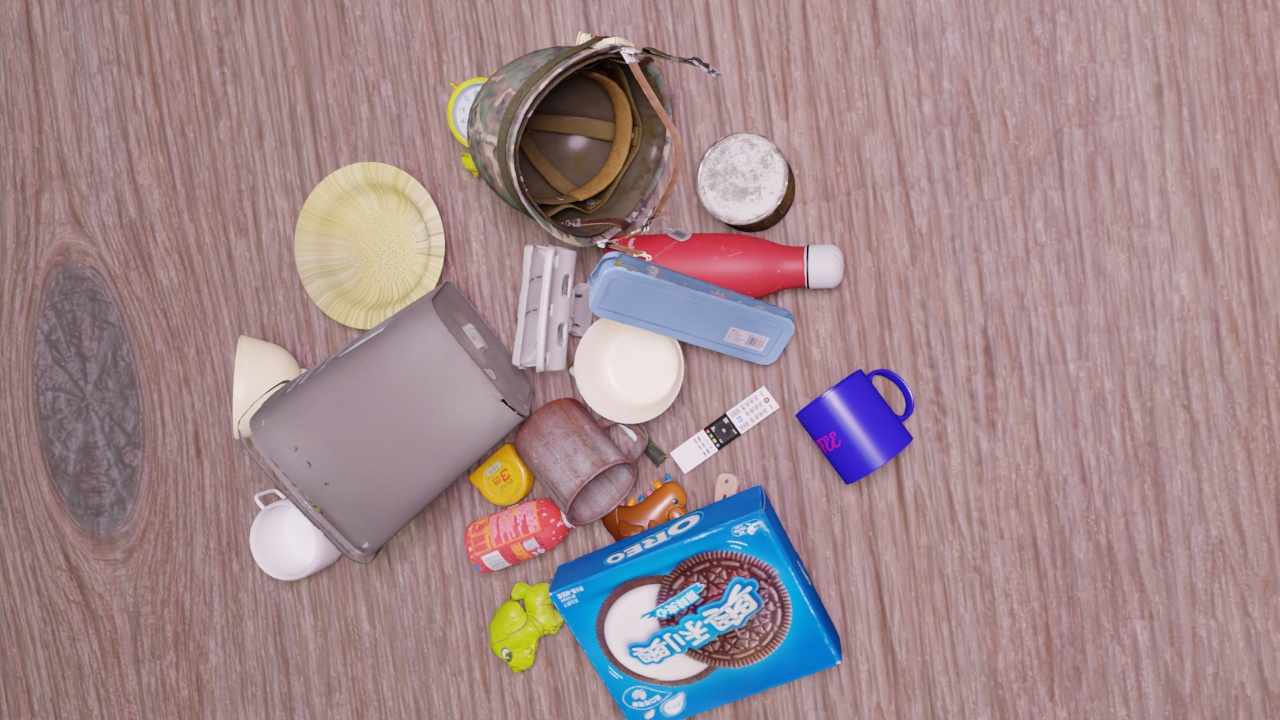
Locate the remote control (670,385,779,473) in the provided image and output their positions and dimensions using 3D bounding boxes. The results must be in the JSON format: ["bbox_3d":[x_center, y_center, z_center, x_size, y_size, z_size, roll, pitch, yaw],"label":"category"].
[{"bbox_3d":[0.088,0.073,0.965,0.124,0.011,0.028,-37,84,13],"label":"remote control"}]

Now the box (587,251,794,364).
[{"bbox_3d":[0.051,-0.057,0.903,0.209,0.052,0.067,16,127,-18],"label":"box"}]

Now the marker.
[{"bbox_3d":[-0.026,0.057,0.990,0.017,0.017,0.146,-45,82,12],"label":"marker"}]

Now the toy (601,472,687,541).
[{"bbox_3d":[-0.001,0.152,0.981,0.090,0.070,0.103,-42,60,0],"label":"toy"}]

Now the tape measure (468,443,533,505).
[{"bbox_3d":[-0.147,0.129,1.017,0.068,0.030,0.059,-42,83,15],"label":"tape measure"}]

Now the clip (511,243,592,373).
[{"bbox_3d":[-0.098,-0.055,0.938,0.089,0.150,0.125,9,95,2],"label":"clip"}]

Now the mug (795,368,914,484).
[{"bbox_3d":[0.221,0.056,0.903,0.111,0.079,0.083,-34,84,-15],"label":"mug"}]

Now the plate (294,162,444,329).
[{"bbox_3d":[-0.300,-0.128,1.038,0.184,0.036,0.184,1,93,14],"label":"plate"}]

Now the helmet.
[{"bbox_3d":[-0.042,-0.209,0.882,0.236,0.223,0.193,32,122,44],"label":"helmet"}]

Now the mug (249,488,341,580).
[{"bbox_3d":[-0.401,0.195,1.065,0.094,0.068,0.115,-44,82,12],"label":"mug"}]

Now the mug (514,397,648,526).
[{"bbox_3d":[-0.055,0.094,0.955,0.122,0.096,0.110,-35,64,-16],"label":"mug"}]

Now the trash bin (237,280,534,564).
[{"bbox_3d":[-0.245,0.050,0.949,0.220,0.197,0.197,-36,104,7],"label":"trash bin"}]

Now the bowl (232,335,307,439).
[{"bbox_3d":[-0.422,0.032,1.054,0.074,0.118,0.118,3,95,-28],"label":"bowl"}]

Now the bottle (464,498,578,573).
[{"bbox_3d":[-0.119,0.183,0.997,0.138,0.062,0.062,-21,88,13],"label":"bottle"}]

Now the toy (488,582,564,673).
[{"bbox_3d":[-0.129,0.295,1.020,0.094,0.036,0.094,-20,82,11],"label":"toy"}]

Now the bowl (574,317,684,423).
[{"bbox_3d":[-0.006,0.006,0.958,0.115,0.062,0.115,1,93,14],"label":"bowl"}]

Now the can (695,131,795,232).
[{"bbox_3d":[0.106,-0.176,0.915,0.090,0.074,0.090,0,92,15],"label":"can"}]

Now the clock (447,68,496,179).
[{"bbox_3d":[-0.159,-0.250,0.988,0.083,0.057,0.119,-15,97,12],"label":"clock"}]

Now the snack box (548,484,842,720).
[{"bbox_3d":[0.056,0.257,0.929,0.239,0.056,0.195,-25,107,13],"label":"snack box"}]

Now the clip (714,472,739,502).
[{"bbox_3d":[0.087,0.148,0.960,0.026,0.049,0.061,12,123,13],"label":"clip"}]

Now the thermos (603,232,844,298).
[{"bbox_3d":[0.082,-0.093,0.926,0.240,0.073,0.073,0,93,13],"label":"thermos"}]
